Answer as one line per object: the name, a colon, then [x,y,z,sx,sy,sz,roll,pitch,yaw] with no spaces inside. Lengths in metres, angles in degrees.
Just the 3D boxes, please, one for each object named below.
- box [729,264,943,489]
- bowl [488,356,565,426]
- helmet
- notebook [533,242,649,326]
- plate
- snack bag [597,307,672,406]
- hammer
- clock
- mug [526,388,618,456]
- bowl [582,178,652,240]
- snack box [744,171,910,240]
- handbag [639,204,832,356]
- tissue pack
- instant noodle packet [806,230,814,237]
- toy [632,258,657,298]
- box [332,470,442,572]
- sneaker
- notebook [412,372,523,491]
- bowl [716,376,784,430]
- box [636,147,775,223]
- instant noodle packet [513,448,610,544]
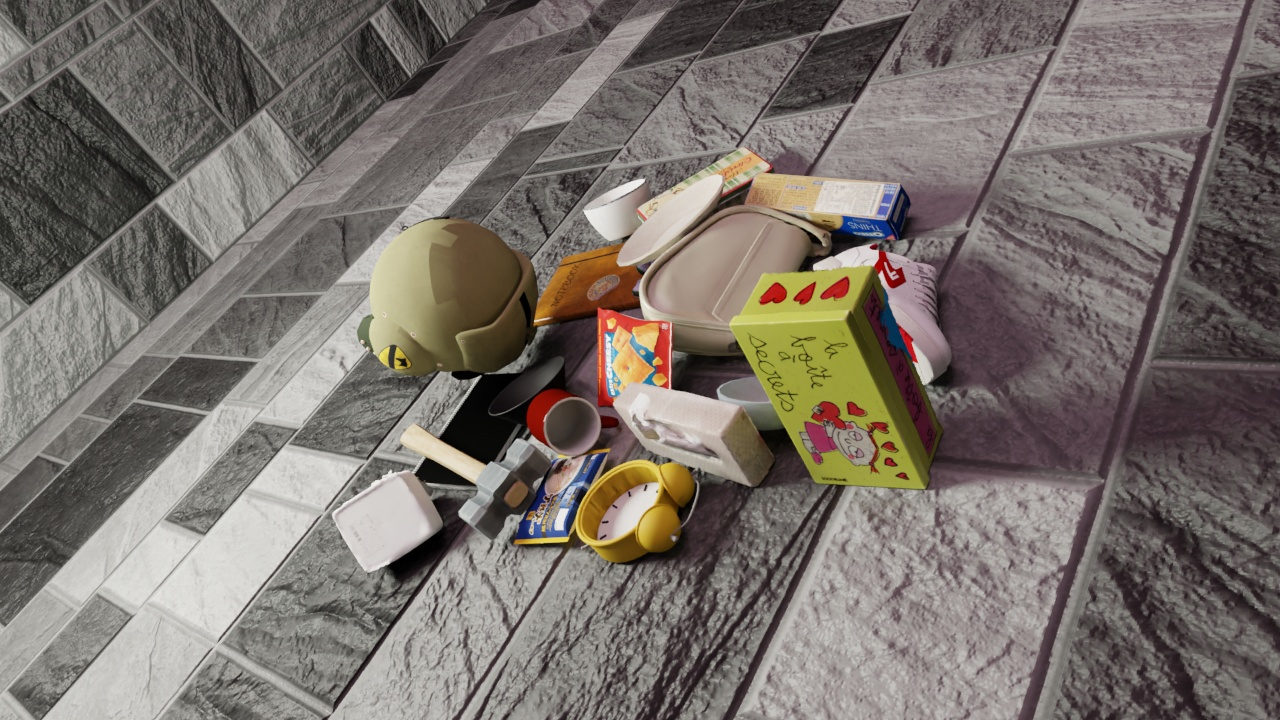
box: [0.186,0.019,0.851,0.125,0.221,0.082,0,47,38]
bowl: [-0.138,0.053,1.237,0.124,0.052,0.124,-32,18,11]
helmet: [-0.260,-0.079,1.314,0.233,0.255,0.249,-11,41,37]
notebook: [-0.047,-0.134,1.437,0.250,0.014,0.178,-9,41,34]
plate: [0.047,-0.186,1.269,0.189,0.027,0.188,-37,19,14]
snack bag: [-0.007,0.006,1.146,0.039,0.131,0.144,-9,15,-39]
hammer: [-0.238,0.134,1.205,0.117,0.051,0.323,-52,34,-16]
clock: [-0.002,0.162,0.993,0.152,0.052,0.113,-14,38,36]
mug: [-0.082,0.076,1.149,0.105,0.073,0.083,0,5,-21]
bowl: [-0.030,-0.243,1.495,0.116,0.066,0.116,-23,19,8]
snack box: [0.241,-0.201,1.190,0.207,0.057,0.056,14,75,35]
handbag: [0.121,-0.089,1.191,0.184,0.132,0.228,21,62,23]
tissue pack: [0.047,0.081,1.004,0.182,0.104,0.071,17,61,49]
instant noodle packet: [0.198,-0.198,1.284,0.136,0.040,0.098,-19,43,22]
toy: [0.023,-0.115,1.312,0.080,0.037,0.099,24,49,6]
box: [-0.319,0.201,1.204,0.110,0.103,0.130,-33,-4,2]
sneaker: [0.287,-0.066,1.004,0.104,0.090,0.236,-29,29,-1]
notebook: [-0.226,0.097,1.303,0.149,0.016,0.206,-3,45,38]
bowl: [0.137,0.049,0.996,0.106,0.039,0.106,-4,14,1]
box: [0.101,-0.247,1.401,0.205,0.050,0.117,-29,37,-1]
instant noodle packet: [-0.092,0.161,1.092,0.087,0.026,0.134,-11,40,38]
